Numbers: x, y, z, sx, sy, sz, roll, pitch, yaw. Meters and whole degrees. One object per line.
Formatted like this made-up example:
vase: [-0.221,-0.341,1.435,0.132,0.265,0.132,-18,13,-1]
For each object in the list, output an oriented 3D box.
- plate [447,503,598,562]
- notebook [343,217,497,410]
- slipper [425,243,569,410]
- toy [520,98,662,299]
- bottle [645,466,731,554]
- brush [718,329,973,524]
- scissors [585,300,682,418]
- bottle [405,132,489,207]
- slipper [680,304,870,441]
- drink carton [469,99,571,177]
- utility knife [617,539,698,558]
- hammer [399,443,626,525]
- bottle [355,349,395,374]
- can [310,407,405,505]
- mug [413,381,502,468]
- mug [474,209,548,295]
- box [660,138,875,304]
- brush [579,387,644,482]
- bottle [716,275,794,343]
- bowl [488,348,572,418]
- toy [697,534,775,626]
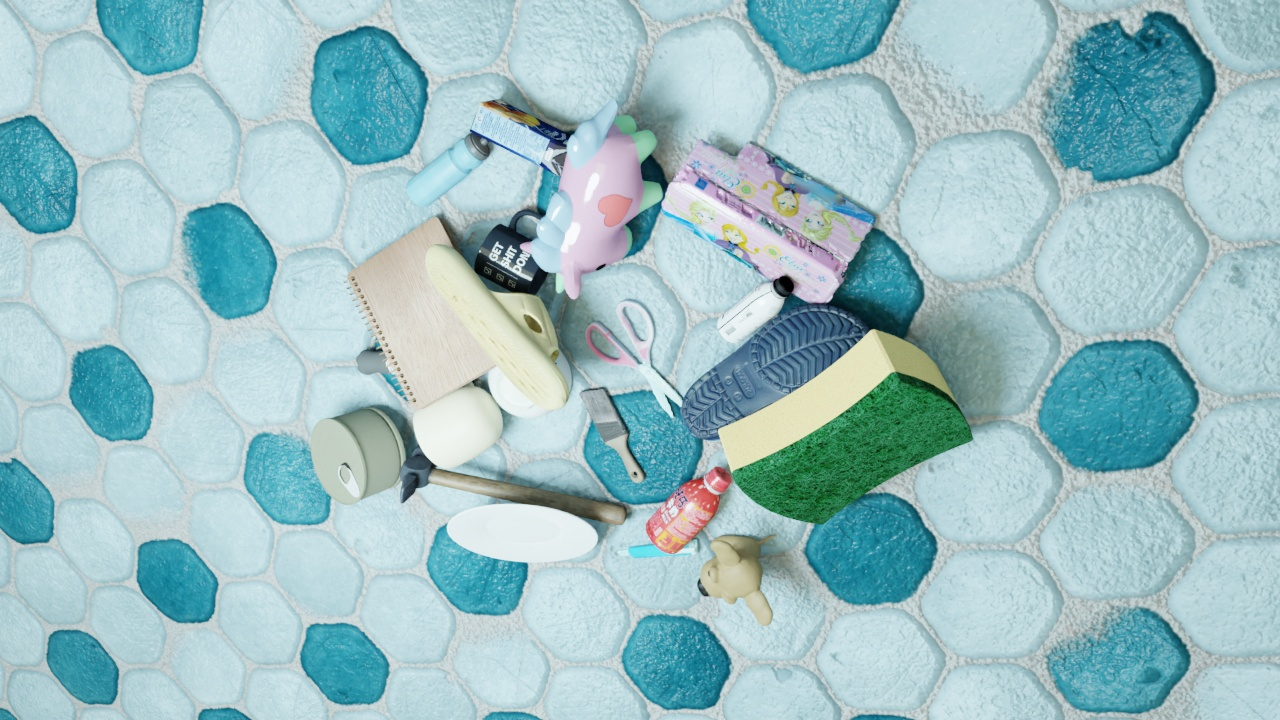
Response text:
plate: [-0.163,0.238,1.280,0.208,0.015,0.209,2,147,1]
notebook: [-0.287,-0.059,1.223,0.169,0.022,0.210,-29,85,15]
slipper: [-0.165,-0.051,1.145,0.261,0.079,0.112,48,151,7]
toy: [-0.060,-0.187,1.068,0.120,0.170,0.222,45,158,33]
bottle: [0.069,0.197,1.233,0.062,0.061,0.138,40,114,-1]
brush: [0.240,0.087,1.074,0.251,0.075,0.195,-36,138,24]
scissors: [0.014,-0.002,1.200,0.179,0.016,0.105,44,115,-3]
bottle: [-0.242,-0.245,1.169,0.130,0.040,0.040,-31,99,24]
slipper: [0.166,0.018,1.124,0.253,0.095,0.105,-29,66,18]
drink carton: [-0.134,-0.270,1.115,0.130,0.064,0.040,28,114,4]
utility knife: [0.023,0.268,1.298,0.124,0.015,0.022,-8,104,21]
hammer: [-0.177,0.186,1.286,0.322,0.129,0.040,12,114,1]
bottle: [-0.346,0.002,1.293,0.110,0.036,0.036,-1,109,17]
can: [-0.405,0.135,1.316,0.128,0.073,0.128,13,111,37]
mug: [-0.246,0.076,1.267,0.100,0.096,0.120,-27,59,14]
mug: [-0.153,-0.140,1.171,0.077,0.071,0.105,28,94,4]
box: [0.150,-0.172,1.089,0.230,0.105,0.086,32,159,3]
brush: [-0.035,0.103,1.254,0.039,0.012,0.151,-22,102,22]
bottle: [0.140,-0.064,1.104,0.041,0.041,0.116,45,137,-3]
bowl: [-0.155,0.029,1.234,0.113,0.063,0.113,6,111,15]
toy: [0.127,0.275,1.218,0.106,0.108,0.134,-28,100,22]
